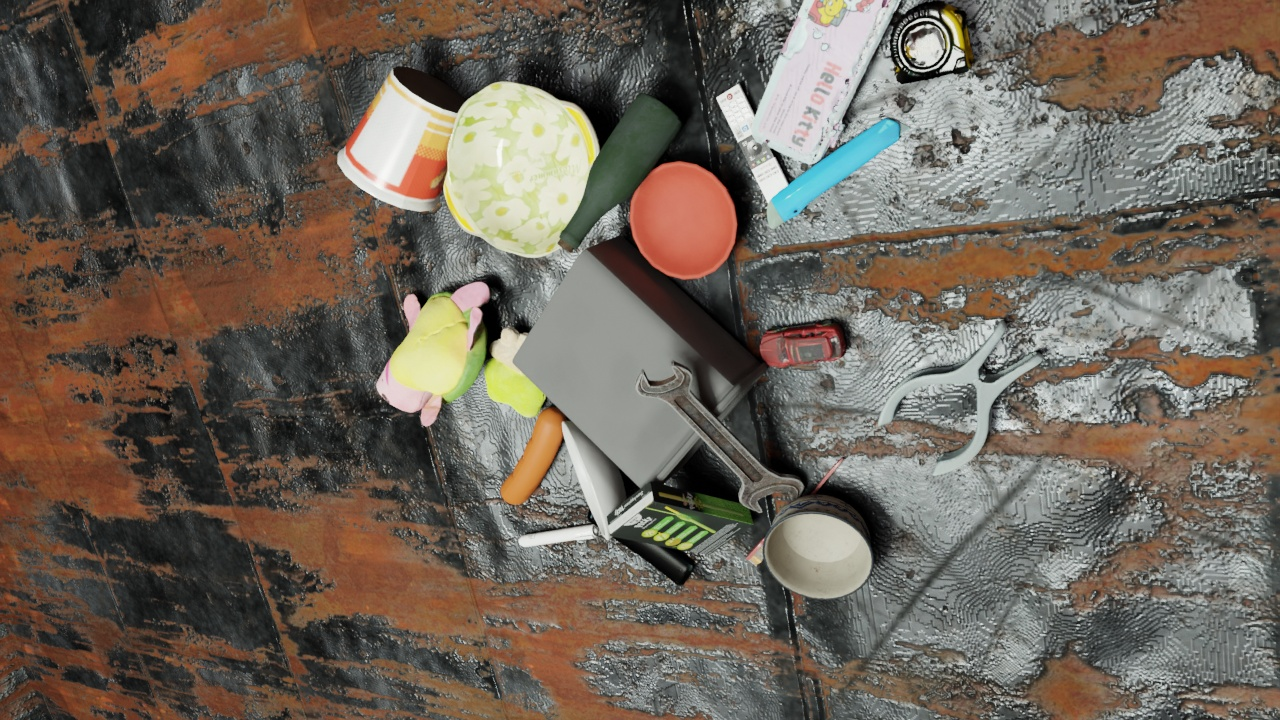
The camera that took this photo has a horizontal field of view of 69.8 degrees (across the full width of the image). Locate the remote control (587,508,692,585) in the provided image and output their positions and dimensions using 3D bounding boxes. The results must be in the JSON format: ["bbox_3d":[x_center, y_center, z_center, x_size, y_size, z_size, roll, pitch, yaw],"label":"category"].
[{"bbox_3d":[-0.003,0.226,1.146,0.152,0.020,0.041,33,123,15],"label":"remote control"}]

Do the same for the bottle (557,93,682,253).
[{"bbox_3d":[-0.028,-0.184,0.929,0.055,0.055,0.174,36,92,13],"label":"bottle"}]

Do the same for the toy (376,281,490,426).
[{"bbox_3d":[-0.256,-0.007,1.156,0.239,0.087,0.190,-41,58,35],"label":"toy"}]

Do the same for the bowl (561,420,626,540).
[{"bbox_3d":[-0.048,0.136,1.090,0.043,0.149,0.149,-21,101,-10],"label":"bowl"}]

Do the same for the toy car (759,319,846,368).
[{"bbox_3d":[0.166,-0.015,0.946,0.091,0.036,0.042,-5,107,37],"label":"toy car"}]

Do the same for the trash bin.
[{"bbox_3d":[-0.006,0.006,1.016,0.220,0.097,0.192,43,124,10],"label":"trash bin"}]

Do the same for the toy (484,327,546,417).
[{"bbox_3d":[-0.153,0.013,1.130,0.092,0.046,0.115,24,124,23],"label":"toy"}]

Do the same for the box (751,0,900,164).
[{"bbox_3d":[0.172,-0.278,0.829,0.086,0.044,0.203,31,120,13],"label":"box"}]

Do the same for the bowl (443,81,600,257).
[{"bbox_3d":[-0.121,-0.213,1.016,0.220,0.060,0.188,-21,98,35],"label":"bowl"}]

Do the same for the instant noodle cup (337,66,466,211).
[{"bbox_3d":[-0.264,-0.258,1.052,0.123,0.123,0.121,40,116,11],"label":"instant noodle cup"}]

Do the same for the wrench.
[{"bbox_3d":[0.085,0.084,0.947,0.070,0.010,0.273,-30,130,19],"label":"wrench"}]

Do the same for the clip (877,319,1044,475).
[{"bbox_3d":[0.288,0.018,0.892,0.143,0.029,0.172,34,122,13],"label":"clip"}]

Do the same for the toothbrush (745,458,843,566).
[{"bbox_3d":[0.174,0.171,1.027,0.015,0.015,0.185,39,122,8],"label":"toothbrush"}]

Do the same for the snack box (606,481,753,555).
[{"bbox_3d":[0.045,0.180,1.035,0.080,0.147,0.025,-43,43,35],"label":"snack box"}]

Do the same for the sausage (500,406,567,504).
[{"bbox_3d":[-0.135,0.126,1.170,0.044,0.039,0.165,50,127,28],"label":"sausage"}]

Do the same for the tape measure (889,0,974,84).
[{"bbox_3d":[0.249,-0.276,0.793,0.067,0.038,0.063,-4,115,34],"label":"tape measure"}]

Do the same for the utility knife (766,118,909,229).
[{"bbox_3d":[0.184,-0.180,0.875,0.159,0.015,0.031,-32,88,28],"label":"utility knife"}]

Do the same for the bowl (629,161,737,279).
[{"bbox_3d":[0.050,-0.148,0.958,0.122,0.035,0.122,11,114,26],"label":"bowl"}]

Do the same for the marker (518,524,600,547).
[{"bbox_3d":[-0.110,0.233,1.211,0.134,0.020,0.017,-15,123,34],"label":"marker"}]

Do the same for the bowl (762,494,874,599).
[{"bbox_3d":[0.193,0.193,0.989,0.115,0.059,0.116,7,119,13],"label":"bowl"}]

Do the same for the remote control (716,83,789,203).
[{"bbox_3d":[0.115,-0.211,0.910,0.028,0.011,0.124,-24,96,35],"label":"remote control"}]
